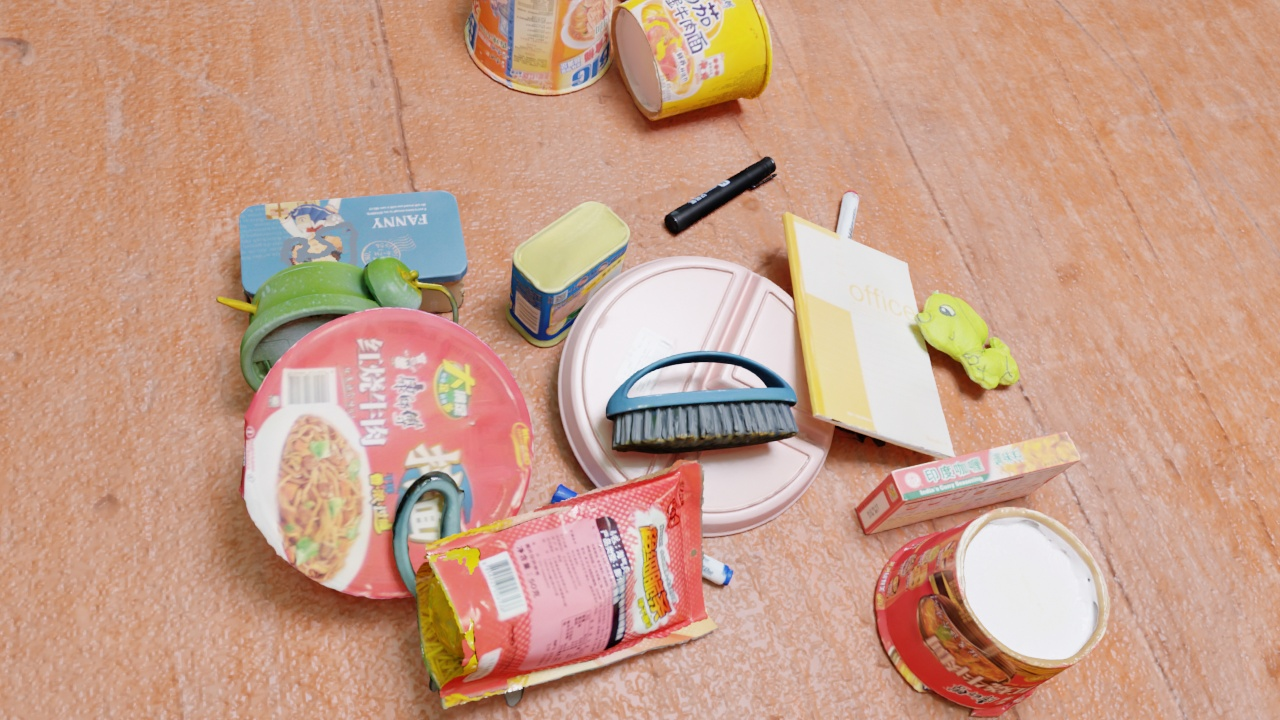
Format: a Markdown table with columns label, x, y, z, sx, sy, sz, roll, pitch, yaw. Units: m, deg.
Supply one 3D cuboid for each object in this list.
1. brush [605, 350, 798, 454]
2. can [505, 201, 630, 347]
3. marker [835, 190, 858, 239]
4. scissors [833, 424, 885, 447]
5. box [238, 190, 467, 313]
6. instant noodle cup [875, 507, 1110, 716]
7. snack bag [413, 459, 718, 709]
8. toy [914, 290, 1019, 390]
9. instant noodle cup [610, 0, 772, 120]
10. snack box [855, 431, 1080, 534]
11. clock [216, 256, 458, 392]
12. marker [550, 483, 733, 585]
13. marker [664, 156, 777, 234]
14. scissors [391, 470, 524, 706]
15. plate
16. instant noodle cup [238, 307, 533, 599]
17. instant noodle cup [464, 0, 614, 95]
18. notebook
| label | x | y | z | sx | sy | sz | roll | pitch | yaw |
| --- | --- | --- | --- | --- | --- | --- | --- | --- | --- |
| brush | 0.045 | 0.029 | 0.671 | 0.143 | 0.055 | 0.073 | -2 | 77 | -12 |
| can | -0.059 | -0.071 | 0.747 | 0.057 | 0.083 | 0.101 | 44 | 63 | 14 |
| marker | 0.184 | -0.100 | 0.844 | 0.017 | 0.017 | 0.145 | 17 | 60 | 0 |
| scissors | 0.122 | -0.002 | 0.780 | 0.209 | 0.015 | 0.182 | 3 | 62 | -8 |
| box | -0.221 | -0.081 | 0.736 | 0.184 | 0.064 | 0.089 | -10 | 65 | -13 |
| instant noodle cup | 0.253 | 0.171 | 0.655 | 0.138 | 0.109 | 0.137 | 4 | 60 | -8 |
| snack bag | -0.039 | 0.147 | 0.608 | 0.207 | 0.073 | 0.128 | -10 | 99 | -32 |
| toy | 0.286 | -0.018 | 0.804 | 0.096 | 0.031 | 0.100 | -7 | 62 | -37 |
| instant noodle cup | 0.042 | -0.298 | 0.867 | 0.109 | 0.138 | 0.138 | -23 | 68 | -12 |
| snack box | 0.253 | 0.096 | 0.714 | 0.155 | 0.077 | 0.027 | -10 | 63 | -15 |
| clock | -0.214 | -0.022 | 0.676 | 0.161 | 0.116 | 0.056 | -10 | 54 | -12 |
| marker | 0.001 | 0.131 | 0.685 | 0.146 | 0.017 | 0.016 | 25 | 60 | 4 |
| marker | 0.076 | -0.154 | 0.854 | 0.131 | 0.020 | 0.022 | -34 | 101 | -26 |
| scissors | -0.086 | 0.140 | 0.629 | 0.169 | 0.019 | 0.174 | -26 | 98 | -29 |
| plate | 0.050 | 0.021 | 0.719 | 0.229 | 0.028 | 0.229 | 3 | 75 | -11 |
| instant noodle cup | -0.175 | 0.062 | 0.634 | 0.193 | 0.066 | 0.193 | 2 | 85 | -28 |
| instant noodle cup | -0.092 | -0.349 | 0.877 | 0.151 | 0.112 | 0.151 | 4 | 61 | -8 |
| notebook | 0.187 | -0.023 | 0.767 | 0.145 | 0.010 | 0.205 | 18 | 51 | -25 |
